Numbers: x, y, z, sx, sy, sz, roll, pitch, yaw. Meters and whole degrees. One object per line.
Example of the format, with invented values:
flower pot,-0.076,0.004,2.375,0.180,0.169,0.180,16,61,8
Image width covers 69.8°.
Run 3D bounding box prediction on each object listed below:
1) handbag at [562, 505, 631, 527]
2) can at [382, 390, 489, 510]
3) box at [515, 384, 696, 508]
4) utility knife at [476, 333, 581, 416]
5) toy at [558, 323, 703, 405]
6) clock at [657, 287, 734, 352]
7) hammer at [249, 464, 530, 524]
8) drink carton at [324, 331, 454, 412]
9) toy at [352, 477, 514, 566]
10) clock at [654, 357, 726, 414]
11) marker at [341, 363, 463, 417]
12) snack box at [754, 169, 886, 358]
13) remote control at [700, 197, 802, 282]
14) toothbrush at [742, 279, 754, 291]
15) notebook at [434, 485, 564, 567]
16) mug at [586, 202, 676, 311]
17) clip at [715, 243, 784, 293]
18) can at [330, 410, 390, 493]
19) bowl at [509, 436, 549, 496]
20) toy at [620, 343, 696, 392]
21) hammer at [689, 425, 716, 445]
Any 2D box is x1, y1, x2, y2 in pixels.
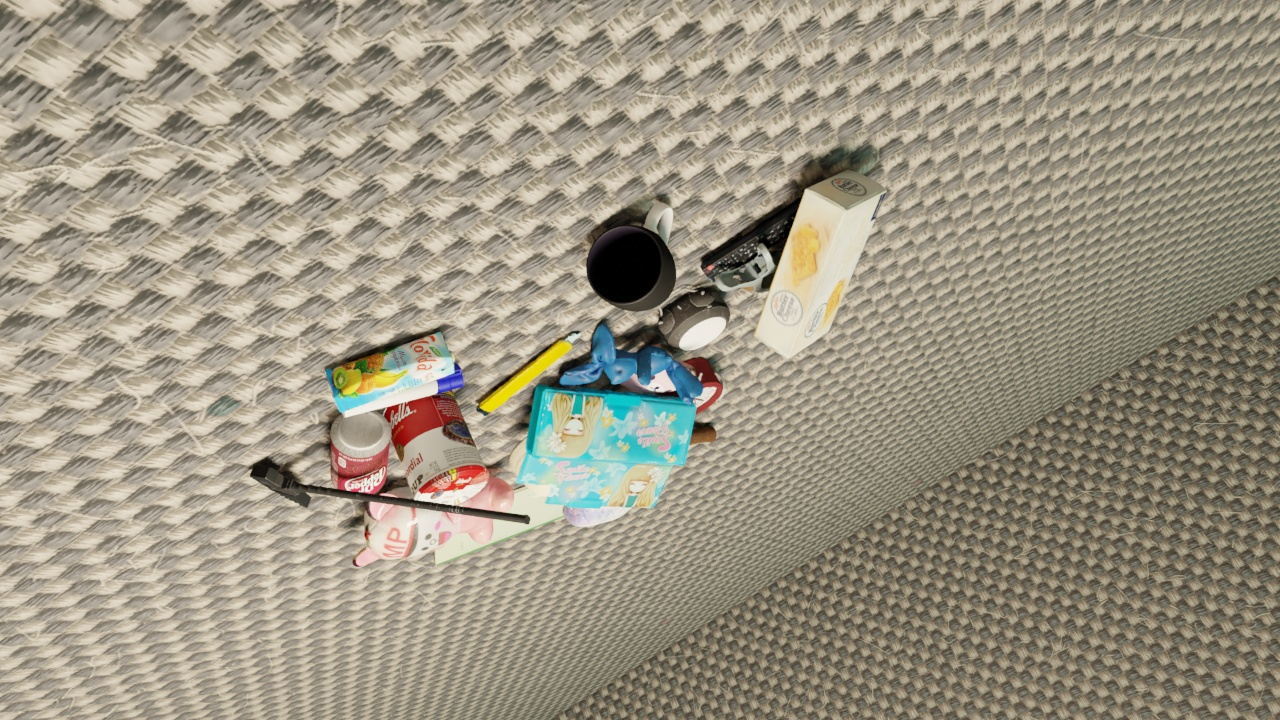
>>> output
handbag,-0.042,0.192,1.463,0.126,0.069,0.159,-7,145,-48
can,-0.233,0.099,1.046,0.086,0.116,0.087,-23,154,-12
box,-0.047,0.126,1.222,0.226,0.056,0.185,6,110,-28
utility knife,-0.135,0.017,1.112,0.163,0.017,0.030,-35,159,14
toy,-0.007,0.007,1.143,0.176,0.070,0.113,12,150,-9
clock,0.069,-0.049,1.167,0.091,0.043,0.122,-35,154,12
hammer,-0.265,0.155,0.994,0.325,0.015,0.095,4,152,20
drink carton,-0.256,0.011,0.947,0.128,0.044,0.039,-20,153,-16
toy,-0.282,0.213,1.248,0.212,0.084,0.142,-9,146,-39
clock,0.074,0.045,1.342,0.096,0.048,0.137,-33,153,9
marker,-0.261,0.033,1.006,0.133,0.023,0.027,-15,130,-27
snack box,0.210,-0.113,1.086,0.104,0.057,0.208,-30,145,-44
remote control,0.139,-0.145,1.090,0.150,0.022,0.047,-32,155,10
toothbrush,0.182,-0.091,1.238,0.016,0.016,0.166,-43,151,26
notebook,-0.210,0.251,1.474,0.252,0.010,0.182,-18,153,-22
mug,0.005,-0.107,0.970,0.119,0.085,0.100,-64,163,3
clip,0.166,-0.121,1.116,0.108,0.028,0.163,-38,166,30
can,-0.317,0.106,1.037,0.063,0.063,0.114,-15,151,-27
bowl,-0.105,0.149,1.319,0.150,0.075,0.151,-23,155,-12
toy,0.016,0.017,1.230,0.096,0.052,0.099,-24,144,20
hammer,0.037,0.126,1.417,0.033,0.115,0.322,-16,172,29
